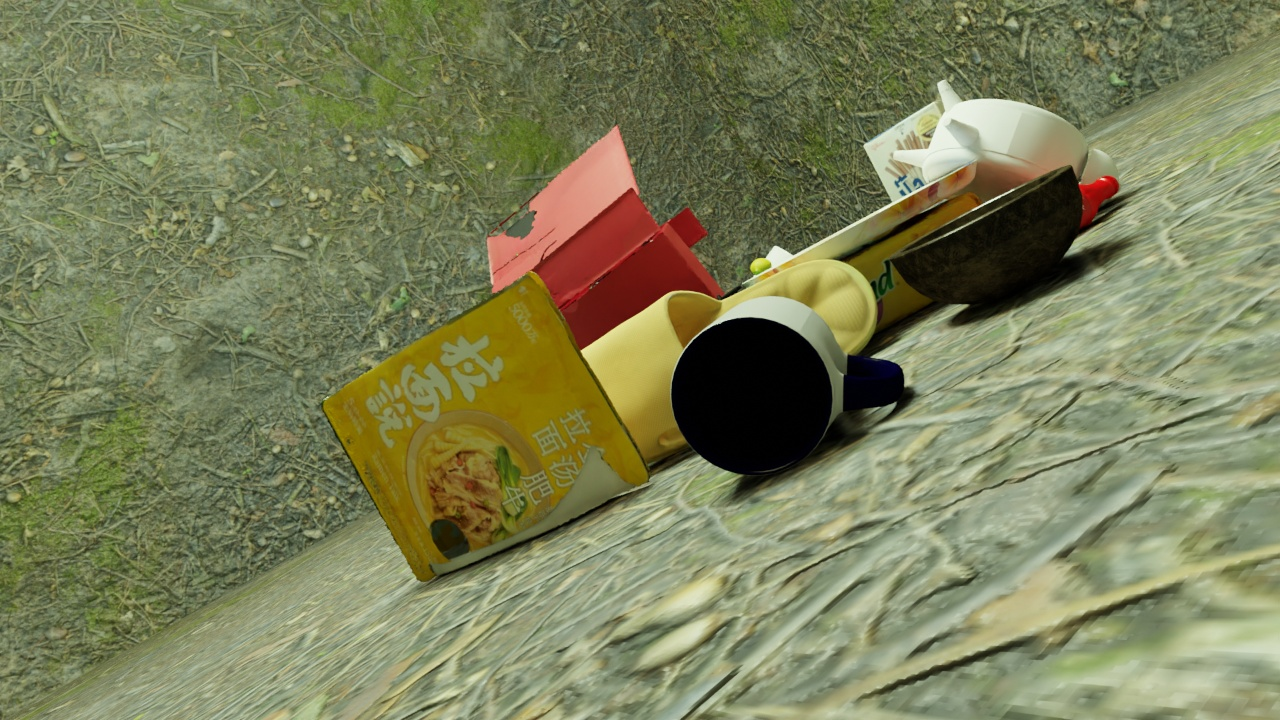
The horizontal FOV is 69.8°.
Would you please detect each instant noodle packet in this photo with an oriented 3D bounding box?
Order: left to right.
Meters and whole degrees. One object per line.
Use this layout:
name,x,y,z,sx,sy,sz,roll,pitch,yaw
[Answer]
instant noodle packet,-0.111,0.050,0.663,0.222,0.163,0.084,-27,2,36

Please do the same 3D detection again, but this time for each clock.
clock,0.315,-0.175,0.785,0.125,0.161,0.073,165,127,-83

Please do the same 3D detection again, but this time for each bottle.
bottle,0.317,-0.110,0.694,0.118,0.036,0.036,-29,2,-20

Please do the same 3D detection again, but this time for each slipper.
slipper,0.044,-0.001,0.656,0.263,0.099,0.078,-24,-19,4

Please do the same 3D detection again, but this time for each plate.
plate,0.180,-0.106,0.772,0.187,0.016,0.187,-28,2,-7

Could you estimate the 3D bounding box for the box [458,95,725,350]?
box,-0.060,-0.105,0.988,0.211,0.315,0.123,-36,-10,22

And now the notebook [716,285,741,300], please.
notebook,-0.005,0.005,0.819,0.232,0.019,0.169,-35,0,9

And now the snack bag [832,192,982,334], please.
snack bag,0.182,-0.058,0.782,0.247,0.068,0.159,-29,1,-5

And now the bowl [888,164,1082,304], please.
bowl,0.229,-0.070,0.589,0.121,0.056,0.121,-28,2,1

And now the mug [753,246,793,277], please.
mug,0.185,-0.077,1.152,0.088,0.114,0.081,-54,40,6

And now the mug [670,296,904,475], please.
mug,0.080,0.010,0.480,0.112,0.079,0.096,1,10,14

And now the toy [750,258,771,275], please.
toy,0.131,-0.056,1.035,0.131,0.097,0.124,-33,7,-39

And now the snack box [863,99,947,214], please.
snack box,0.288,-0.166,0.893,0.082,0.150,0.026,-26,2,41
